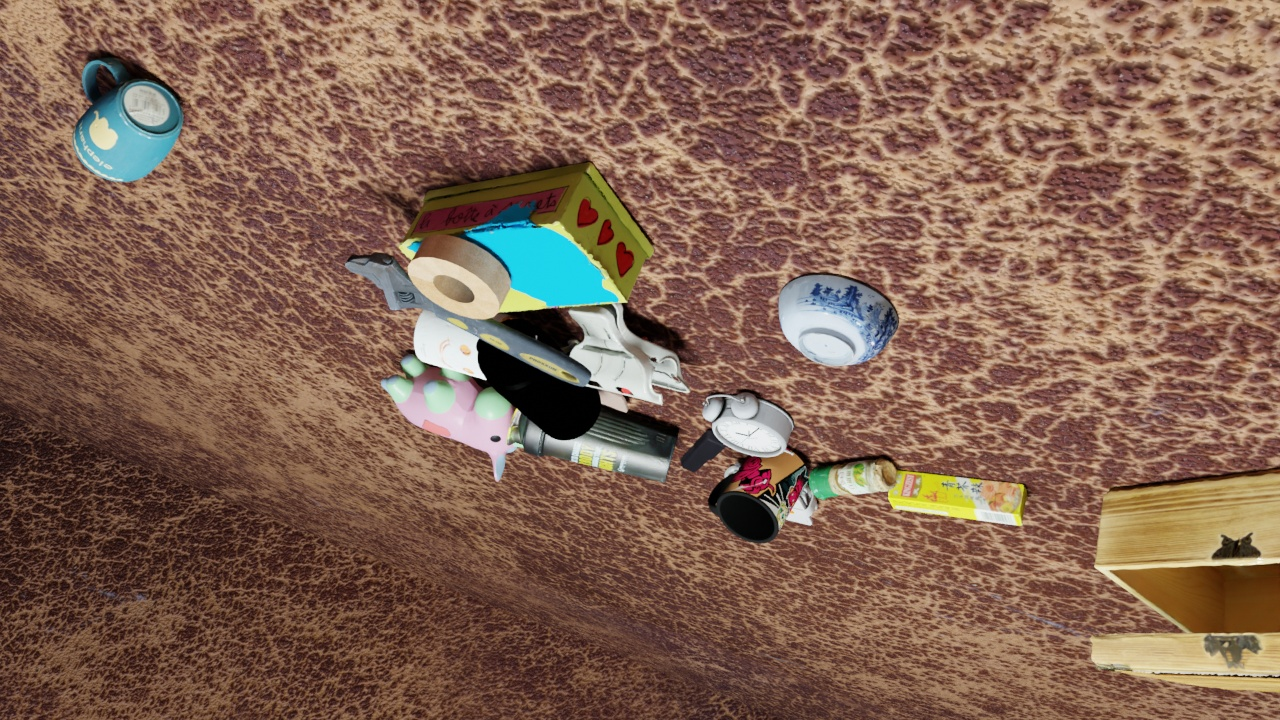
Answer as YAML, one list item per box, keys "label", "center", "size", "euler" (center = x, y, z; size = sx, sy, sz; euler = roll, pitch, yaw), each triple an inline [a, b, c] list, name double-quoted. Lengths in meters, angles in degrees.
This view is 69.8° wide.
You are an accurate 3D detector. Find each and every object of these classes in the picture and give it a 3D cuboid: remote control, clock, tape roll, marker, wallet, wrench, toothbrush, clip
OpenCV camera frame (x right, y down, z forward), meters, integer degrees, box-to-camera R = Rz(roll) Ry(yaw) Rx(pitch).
- label: "remote control"
  center: [0.084, 0.126, 1.239]
  size: [0.032, 0.015, 0.137]
  euler: [24, 153, -4]
- label: "clock"
  center: [0.126, 0.073, 1.089]
  size: [0.095, 0.035, 0.122]
  euler: [-8, 142, 45]
- label: "tape roll"
  center: [-0.171, -0.078, 0.870]
  size: [0.094, 0.027, 0.094]
  euler: [17, 152, 9]
- label: "marker"
  center: [-0.006, 0.006, 1.090]
  size: [0.013, 0.012, 0.142]
  euler: [22, 153, 1]
- label: "wallet"
  center: [0.175, 0.175, 1.242]
  size: [0.119, 0.037, 0.115]
  euler: [9, 151, 31]
- label: "wrench"
  center: [-0.174, -0.041, 0.945]
  size: [0.273, 0.022, 0.074]
  euler: [27, 146, -9]
- label: "toothbrush"
  center: [-0.118, -0.002, 1.153]
  size: [0.022, 0.015, 0.155]
  euler: [52, 145, -13]
- label: "clip"
  center: [-0.031, 0.000, 1.003]
  size: [0.127, 0.101, 0.152]
  euler: [11, 158, 41]

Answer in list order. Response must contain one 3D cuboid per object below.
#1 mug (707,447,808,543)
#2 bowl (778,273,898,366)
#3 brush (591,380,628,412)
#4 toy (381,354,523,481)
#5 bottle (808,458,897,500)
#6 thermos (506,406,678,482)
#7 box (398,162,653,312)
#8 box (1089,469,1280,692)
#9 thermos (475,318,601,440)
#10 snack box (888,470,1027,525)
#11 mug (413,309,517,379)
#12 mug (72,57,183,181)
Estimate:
- label: "mug"
  center: [0.139, 0.166, 1.152]
  size: [0.118, 0.098, 0.082]
  euler: [-10, 117, 41]
- label: "bowl"
  center: [0.178, -0.027, 0.850]
  size: [0.114, 0.045, 0.114]
  euler: [18, 153, 9]
- label: "brush"
  center: [-0.077, 0.031, 1.190]
  size: [0.136, 0.015, 0.050]
  euler: [20, 158, 17]
- label: "toy"
  center: [-0.261, 0.072, 1.306]
  size: [0.223, 0.119, 0.171]
  euler: [4, 139, 30]
- label: "bottle"
  center: [0.257, 0.144, 1.113]
  size: [0.043, 0.043, 0.111]
  euler: [36, 150, -26]
- label: "thermos"
  center: [-0.063, 0.098, 1.222]
  size: [0.221, 0.098, 0.098]
  euler: [15, 153, 5]
- label: "box"
  center: [-0.111, -0.111, 0.882]
  size: [0.221, 0.079, 0.124]
  euler: [-4, 143, 38]
- label: "box"
  center: [0.625, 0.239, 0.862]
  size: [0.251, 0.191, 0.280]
  euler: [31, 151, -22]
- label: "thermos"
  center: [-0.120, 0.020, 1.066]
  size: [0.086, 0.086, 0.198]
  euler: [10, 160, 23]
- label: "snack box"
  center: [0.365, 0.158, 1.060]
  size: [0.148, 0.040, 0.029]
  euler: [3, 147, 33]
- label: "mug"
  center: [-0.206, -0.025, 1.104]
  size: [0.105, 0.082, 0.082]
  euler: [14, 153, 18]
- label: "mug"
  center: [-0.527, -0.252, 0.937]
  size: [0.104, 0.084, 0.112]
  euler: [-15, 108, 42]
